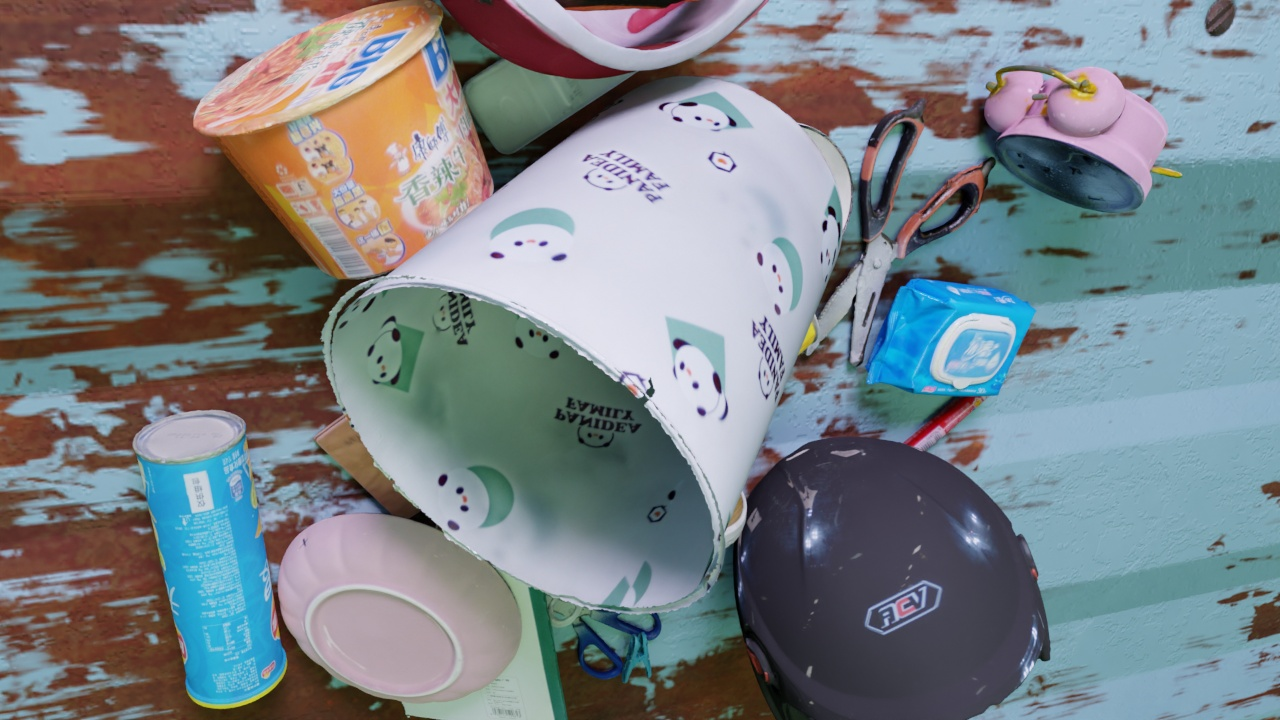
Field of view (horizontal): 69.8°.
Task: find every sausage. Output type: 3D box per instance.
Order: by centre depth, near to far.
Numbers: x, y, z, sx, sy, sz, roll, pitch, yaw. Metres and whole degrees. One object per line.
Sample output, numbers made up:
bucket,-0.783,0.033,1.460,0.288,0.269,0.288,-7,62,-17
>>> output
sausage,0.267,0.068,0.847,0.156,0.020,0.020,-40,120,2

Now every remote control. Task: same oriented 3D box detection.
remote control,-0.052,-0.195,0.614,0.136,0.020,0.056,-34,121,-2

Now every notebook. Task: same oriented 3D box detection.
notebook,-0.140,0.222,0.729,0.150,0.012,0.209,2,123,11

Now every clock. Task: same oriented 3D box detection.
clock,0.330,-0.176,0.703,0.158,0.117,0.060,28,92,-30

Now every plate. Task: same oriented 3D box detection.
plate,-0.187,0.199,0.691,0.192,0.039,0.193,5,123,7

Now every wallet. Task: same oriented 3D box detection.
wallet,-0.169,0.060,0.693,0.115,0.020,0.101,-36,119,3

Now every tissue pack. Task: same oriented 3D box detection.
tissue pack,0.264,-0.016,0.778,0.157,0.052,0.095,4,115,-30

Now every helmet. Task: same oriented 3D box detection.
helmet,-0.045,-0.271,0.514,0.206,0.144,0.240,-21,100,-24
helmet,0.187,0.179,0.733,0.233,0.274,0.230,-23,92,0

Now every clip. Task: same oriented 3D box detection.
clip,-0.002,0.270,0.837,0.037,0.013,0.055,-5,119,-21

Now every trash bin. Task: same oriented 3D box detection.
trash bin,-0.008,-0.026,0.532,0.251,0.230,0.230,-55,129,-38

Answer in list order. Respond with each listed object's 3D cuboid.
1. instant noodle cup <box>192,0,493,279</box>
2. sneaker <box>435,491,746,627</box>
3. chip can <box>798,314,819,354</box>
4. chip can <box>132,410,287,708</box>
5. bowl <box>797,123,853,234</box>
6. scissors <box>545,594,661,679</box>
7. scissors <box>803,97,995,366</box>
instant noodle cup,-0.163,-0.127,0.542,0.151,0.151,0.111,-27,127,-6
sneaker,-0.036,0.136,0.723,0.241,0.118,0.088,-7,138,5
chip can,0.037,0.023,0.687,0.213,0.072,0.072,-39,121,-15
chip can,-0.303,0.143,0.655,0.071,0.071,0.210,-6,115,-17
bowl,0.088,-0.119,0.671,0.116,0.066,0.117,-7,115,-16
scissors,-0.058,0.232,0.814,0.170,0.012,0.144,7,111,-22
scissors,0.205,-0.101,0.749,0.224,0.015,0.189,-31,120,-4
